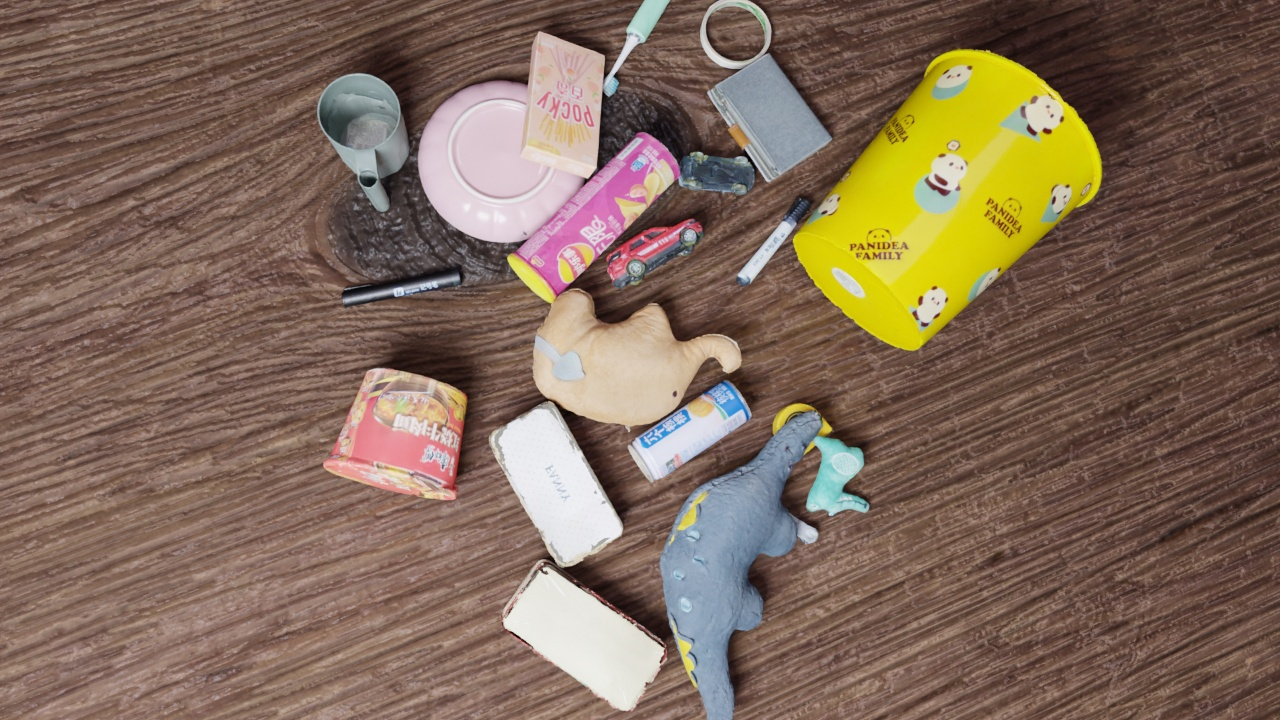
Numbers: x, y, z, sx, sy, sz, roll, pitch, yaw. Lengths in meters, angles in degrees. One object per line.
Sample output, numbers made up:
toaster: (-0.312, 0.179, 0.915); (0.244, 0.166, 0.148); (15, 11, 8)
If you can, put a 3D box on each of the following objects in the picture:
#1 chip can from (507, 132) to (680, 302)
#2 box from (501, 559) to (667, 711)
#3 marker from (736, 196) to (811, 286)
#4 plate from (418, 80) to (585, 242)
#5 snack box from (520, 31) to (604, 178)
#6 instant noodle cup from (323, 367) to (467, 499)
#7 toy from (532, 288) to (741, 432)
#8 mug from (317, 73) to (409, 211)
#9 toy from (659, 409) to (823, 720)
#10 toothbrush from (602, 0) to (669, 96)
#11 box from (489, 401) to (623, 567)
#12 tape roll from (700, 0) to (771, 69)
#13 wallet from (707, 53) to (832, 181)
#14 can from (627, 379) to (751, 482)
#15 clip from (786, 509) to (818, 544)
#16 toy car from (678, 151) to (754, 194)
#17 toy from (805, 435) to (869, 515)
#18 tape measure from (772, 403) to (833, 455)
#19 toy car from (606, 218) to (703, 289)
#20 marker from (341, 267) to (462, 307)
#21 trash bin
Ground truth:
chip can: (-0.050, -0.161, 1.030); (0.071, 0.071, 0.210); (45, 80, 0)
box: (-0.061, 0.292, 0.970); (0.168, 0.077, 0.091); (35, 79, -1)
marker: (0.156, -0.141, 1.079); (0.022, 0.018, 0.130); (39, 80, 8)
plate: (-0.156, -0.232, 1.042); (0.192, 0.039, 0.192); (1, 83, -7)
snack box: (-0.086, -0.288, 1.034); (0.084, 0.026, 0.157); (12, 66, -24)
instant noodle cup: (-0.246, 0.076, 0.953); (0.138, 0.138, 0.108); (13, 73, -5)
toy: (-0.006, 0.006, 1.010); (0.226, 0.082, 0.143); (10, 97, -8)
mug: (-0.294, -0.231, 0.993); (0.083, 0.103, 0.124); (-8, 85, -8)
toy: (0.096, 0.207, 0.991); (0.138, 0.091, 0.356); (22, 82, -4)
toothbrush: (0.010, -0.410, 1.090); (0.027, 0.026, 0.224); (34, 79, -24)
box: (-0.088, 0.140, 0.996); (0.089, 0.059, 0.184); (-27, 89, -9)
tape roll: (0.115, -0.395, 1.107); (0.086, 0.014, 0.085); (1, 83, -6)
wallet: (0.150, -0.286, 1.087); (0.106, 0.037, 0.129); (-35, 89, -20)
can: (0.054, 0.079, 1.021); (0.134, 0.053, 0.053); (-33, 88, -10)
clip: (0.174, 0.188, 1.040); (0.057, 0.029, 0.024); (35, 78, 5)
toy car: (0.088, -0.216, 1.072); (0.090, 0.034, 0.043); (3, 80, -9)
toy: (0.224, 0.137, 1.043); (0.096, 0.030, 0.092); (20, 102, -11)
tape measure: (0.180, 0.078, 1.049); (0.060, 0.029, 0.057); (-41, 90, -9)
toy car: (0.016, -0.126, 1.042); (0.120, 0.053, 0.045); (-28, 85, -8)
marker: (-0.265, -0.082, 1.022); (0.132, 0.020, 0.022); (-12, 55, -7)
trash bin: (0.321, -0.164, 1.007); (0.229, 0.229, 0.255); (44, 86, 0)
